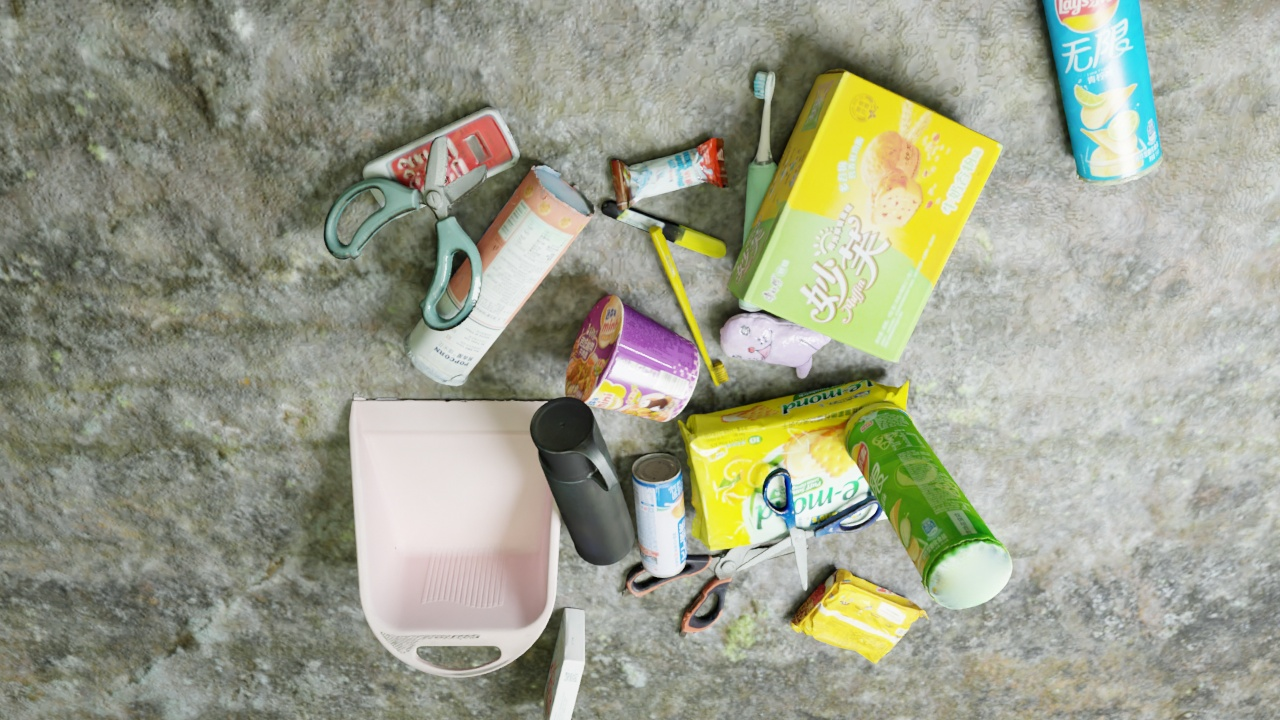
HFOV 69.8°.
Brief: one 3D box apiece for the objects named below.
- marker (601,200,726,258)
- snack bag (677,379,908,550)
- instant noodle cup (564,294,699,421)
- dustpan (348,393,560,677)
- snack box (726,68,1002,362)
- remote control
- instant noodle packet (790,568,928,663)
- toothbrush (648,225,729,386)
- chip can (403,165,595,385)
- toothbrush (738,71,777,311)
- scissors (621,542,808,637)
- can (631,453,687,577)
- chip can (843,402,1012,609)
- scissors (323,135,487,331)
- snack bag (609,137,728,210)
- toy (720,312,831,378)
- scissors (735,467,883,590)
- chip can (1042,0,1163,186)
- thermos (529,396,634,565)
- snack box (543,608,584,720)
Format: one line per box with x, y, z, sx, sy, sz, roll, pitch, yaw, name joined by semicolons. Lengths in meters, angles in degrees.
0.022;-0.123;0.854;0.124;0.015;0.018;19;123;-10;marker
0.163;0.105;0.960;0.246;0.068;0.158;-11;120;3;snack bag
-0.005;0.005;0.880;0.099;0.111;0.112;20;117;-25;instant noodle cup
-0.186;0.182;0.949;0.222;0.138;0.274;-2;121;-1;dustpan
0.191;-0.123;0.800;0.157;0.070;0.210;20;102;-12;snack box
-0.177;-0.174;0.812;0.136;0.020;0.056;-22;119;9;remote control
0.261;0.305;1.094;0.128;0.044;0.111;25;122;-12;instant noodle packet
0.049;-0.050;0.889;0.016;0.015;0.190;-23;123;4;toothbrush
-0.131;-0.075;0.841;0.071;0.071;0.215;33;113;-19;chip can
0.109;-0.148;0.835;0.027;0.026;0.225;16;123;24;toothbrush
0.084;0.248;1.071;0.189;0.015;0.227;14;117;-10;scissors
0.022;0.170;0.999;0.053;0.053;0.135;-5;120;0;can
0.247;0.123;0.812;0.072;0.221;0.073;-3;118;-6;chip can
-0.209;-0.114;0.806;0.181;0.019;0.170;9;106;12;scissors
0.026;-0.167;0.822;0.104;0.026;0.048;-10;108;3;snack bag
0.129;-0.018;0.905;0.108;0.038;0.084;8;140;-9;toy
0.173;0.176;0.955;0.162;0.012;0.173;-13;121;2;scissors
0.381;-0.254;0.760;0.071;0.071;0.210;-22;118;10;chip can
-0.048;0.133;0.903;0.068;0.090;0.243;-37;149;-16;thermos
-0.092;0.383;1.099;0.027;0.084;0.157;9;119;-9;snack box
